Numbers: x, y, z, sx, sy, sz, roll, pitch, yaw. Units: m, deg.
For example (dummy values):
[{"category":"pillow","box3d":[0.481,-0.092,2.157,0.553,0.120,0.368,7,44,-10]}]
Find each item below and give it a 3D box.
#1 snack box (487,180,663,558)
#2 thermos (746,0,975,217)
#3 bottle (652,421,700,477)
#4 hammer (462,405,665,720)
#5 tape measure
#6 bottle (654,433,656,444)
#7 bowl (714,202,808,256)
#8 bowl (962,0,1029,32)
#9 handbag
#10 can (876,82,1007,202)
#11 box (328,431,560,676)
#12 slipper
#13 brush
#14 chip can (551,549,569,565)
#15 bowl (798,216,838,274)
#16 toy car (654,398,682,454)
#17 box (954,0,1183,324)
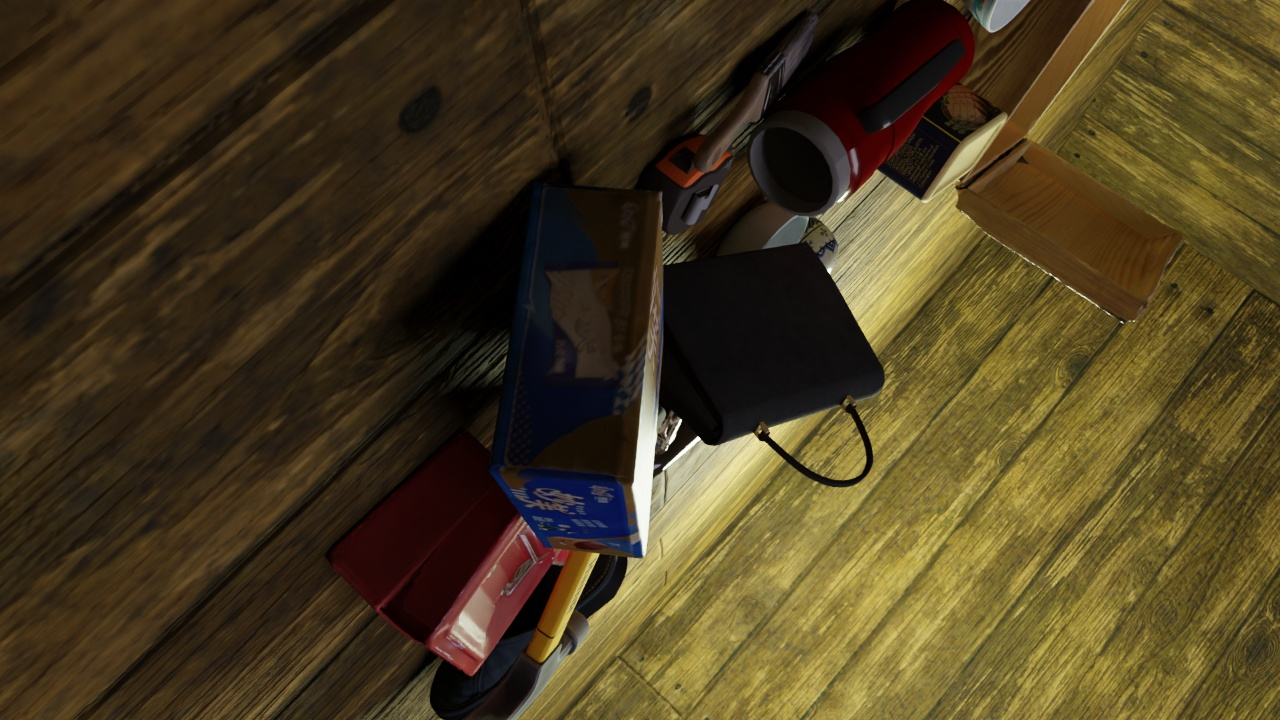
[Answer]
[{"category":"snack box","box3d":[-0.026,0.018,0.525,0.203,0.069,0.154,86,8,-69]},{"category":"thermos","box3d":[0.173,-0.192,0.671,0.198,0.084,0.108,-44,-161,-28]},{"category":"bottle","box3d":[0.000,0.113,1.009,0.184,0.045,0.045,-35,159,-43]},{"category":"hammer","box3d":[-0.050,0.163,0.721,0.169,0.034,0.325,-37,155,-58]},{"category":"tape measure","box3d":[0.029,-0.108,0.577,0.058,0.038,0.058,-30,155,-51]},{"category":"bottle","box3d":[-0.023,0.091,0.870,0.059,0.059,0.167,-44,168,-21]},{"category":"bowl","box3d":[0.097,-0.096,0.794,0.106,0.039,0.106,-45,164,-17]},{"category":"bowl","box3d":[0.272,-0.326,0.670,0.143,0.074,0.144,-45,164,-17]},{"category":"handbag","box3d":[0.103,0.013,0.682,0.175,0.195,0.072,-13,145,-34]},{"category":"can","box3d":[0.256,-0.213,0.836,0.134,0.104,0.075,-34,158,-44]},{"category":"box","box3d":[-0.129,0.136,0.641,0.129,0.098,0.158,-49,162,-21]},{"category":"slipper","box3d":[-0.135,0.251,0.917,0.266,0.083,0.108,-42,-149,15]},{"category":"brush","box3d":[0.074,-0.167,0.573,0.151,0.012,0.039,-53,165,-27]},{"category":"chip can","box3d":[-0.065,0.104,0.760,0.073,0.073,0.233,-43,163,-22]},{"category":"bowl","box3d":[0.154,-0.092,0.926,0.115,0.059,0.116,-45,164,-17]},{"category":"toy car","box3d":[0.016,0.058,0.914,0.040,0.048,0.113,-44,164,-36]},{"category":"box","box3d":[0.507,-0.254,1.028,0.278,0.336,0.287,-35,161,-47]}]
